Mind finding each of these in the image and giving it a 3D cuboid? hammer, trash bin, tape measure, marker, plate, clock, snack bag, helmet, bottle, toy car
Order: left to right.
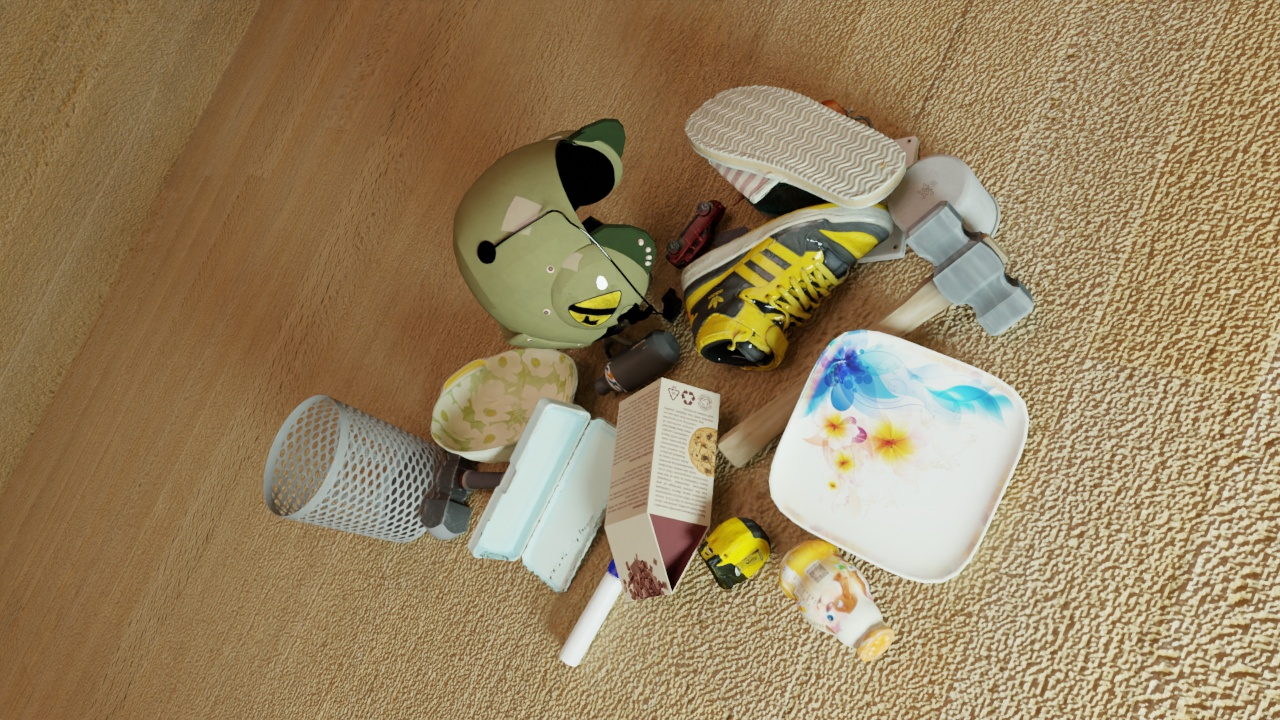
[{"bbox_3d":[-0.362,0.149,1.194,0.157,0.183,0.156,-20,57,33],"label":"trash bin"},{"bbox_3d":[-0.131,0.145,1.099,0.323,0.043,0.155,-4,66,37],"label":"hammer"},{"bbox_3d":[-0.080,-0.122,1.017,0.233,0.255,0.249,-29,51,22],"label":"helmet"},{"bbox_3d":[-0.044,0.259,0.972,0.133,0.023,0.027,-60,23,0],"label":"marker"},{"bbox_3d":[-0.006,0.006,1.052,0.113,0.047,0.047,-33,50,25],"label":"bottle"},{"bbox_3d":[0.019,0.134,0.924,0.095,0.069,0.206,-33,45,57],"label":"snack bag"},{"bbox_3d":[0.066,-0.147,1.070,0.036,0.042,0.091,38,104,16],"label":"toy car"},{"bbox_3d":[0.092,0.180,0.862,0.064,0.065,0.037,-38,45,-9],"label":"tape measure"},{"bbox_3d":[0.176,-0.221,0.992,0.158,0.073,0.121,-7,68,22],"label":"clock"},{"bbox_3d":[0.167,0.205,0.784,0.063,0.063,0.109,-50,45,10],"label":"bottle"},{"bbox_3d":[0.197,-0.002,0.854,0.117,0.051,0.324,48,117,-1],"label":"hammer"},{"bbox_3d":[0.219,0.080,0.793,0.187,0.016,0.187,25,92,25],"label":"plate"}]

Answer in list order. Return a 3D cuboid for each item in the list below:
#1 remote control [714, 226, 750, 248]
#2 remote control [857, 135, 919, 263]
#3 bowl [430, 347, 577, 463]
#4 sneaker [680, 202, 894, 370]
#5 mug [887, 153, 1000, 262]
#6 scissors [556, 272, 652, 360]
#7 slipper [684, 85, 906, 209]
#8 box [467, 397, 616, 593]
[{"bbox_3d":[0.098,-0.083,1.032,0.045,0.008,0.146,-11,62,38],"label":"remote control"},{"bbox_3d":[0.252,-0.164,0.937,0.050,0.011,0.135,-3,67,40],"label":"remote control"},{"bbox_3d":[-0.156,0.064,1.112,0.188,0.060,0.219,-40,39,-25],"label":"bowl"},{"bbox_3d":[0.146,-0.067,0.920,0.239,0.086,0.122,-21,61,35],"label":"sneaker"},{"bbox_3d":[0.288,-0.132,0.848,0.084,0.070,0.113,-43,45,16],"label":"mug"},{"bbox_3d":[-0.043,-0.045,1.134,0.171,0.012,0.157,-43,47,16],"label":"scissors"},{"bbox_3d":[0.149,-0.206,0.919,0.115,0.052,0.263,-46,47,-11],"label":"slipper"},{"bbox_3d":[-0.096,0.148,1.005,0.122,0.078,0.197,29,101,12],"label":"box"}]
